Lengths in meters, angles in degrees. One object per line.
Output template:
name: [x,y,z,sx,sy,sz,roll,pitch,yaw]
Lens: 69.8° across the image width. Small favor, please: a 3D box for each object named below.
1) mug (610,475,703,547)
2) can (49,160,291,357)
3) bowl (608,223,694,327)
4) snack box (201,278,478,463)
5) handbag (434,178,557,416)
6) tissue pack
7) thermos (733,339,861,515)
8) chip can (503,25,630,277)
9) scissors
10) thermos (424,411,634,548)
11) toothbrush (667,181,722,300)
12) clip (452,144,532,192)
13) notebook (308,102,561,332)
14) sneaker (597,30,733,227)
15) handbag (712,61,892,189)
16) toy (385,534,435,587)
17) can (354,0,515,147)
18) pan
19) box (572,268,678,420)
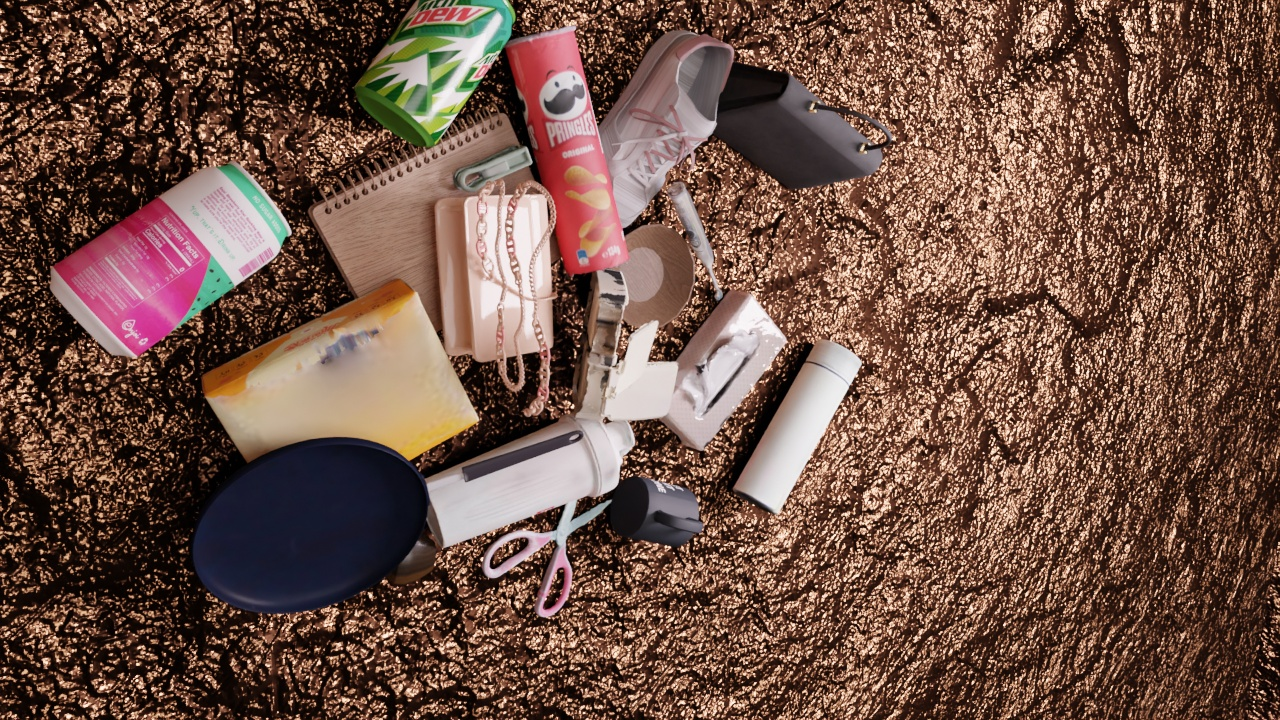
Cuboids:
mug: [0.026,0.178,1.058,0.077,0.105,0.071,19,85,-36]
can: [-0.371,-0.082,0.732,0.165,0.088,0.088,-42,121,-19]
bowl: [0.006,-0.095,1.022,0.117,0.030,0.118,-9,106,-32]
snack box: [-0.264,0.036,0.825,0.195,0.081,0.145,-30,117,-16]
handbag: [-0.092,-0.064,0.839,0.116,0.187,0.199,-11,104,-43]
tissue pack: [0.094,0.011,1.090,0.181,0.071,0.104,-49,124,-10]
thermos: [0.202,0.084,1.180,0.068,0.068,0.230,37,79,-35]
chip can: [-0.071,-0.203,0.908,0.073,0.073,0.233,-24,111,-28]
scissors: [-0.108,0.203,1.030,0.158,0.014,0.172,19,91,-36]
thermos: [-0.118,0.120,0.962,0.220,0.099,0.099,-19,112,-23]
toothbrush: [0.067,-0.129,1.036,0.186,0.022,0.024,61,40,-50]
clip: [-0.142,-0.182,0.872,0.076,0.047,0.023,-30,117,-21]
notebook: [-0.191,-0.128,0.886,0.210,0.022,0.169,-34,120,-23]
sneaker: [0.026,-0.243,0.962,0.099,0.089,0.236,29,85,-36]
handbag: [0.189,-0.255,1.005,0.175,0.196,0.072,25,87,-36]
toy: [-0.253,0.193,0.905,0.100,0.062,0.076,4,137,-28]
can: [-0.181,-0.270,0.818,0.083,0.083,0.144,38,79,-35]
pan: [-0.216,0.122,0.833,0.355,0.021,0.199,-18,133,-20]
box: [-0.005,0.006,0.915,0.101,0.194,0.144,8,113,-9]
